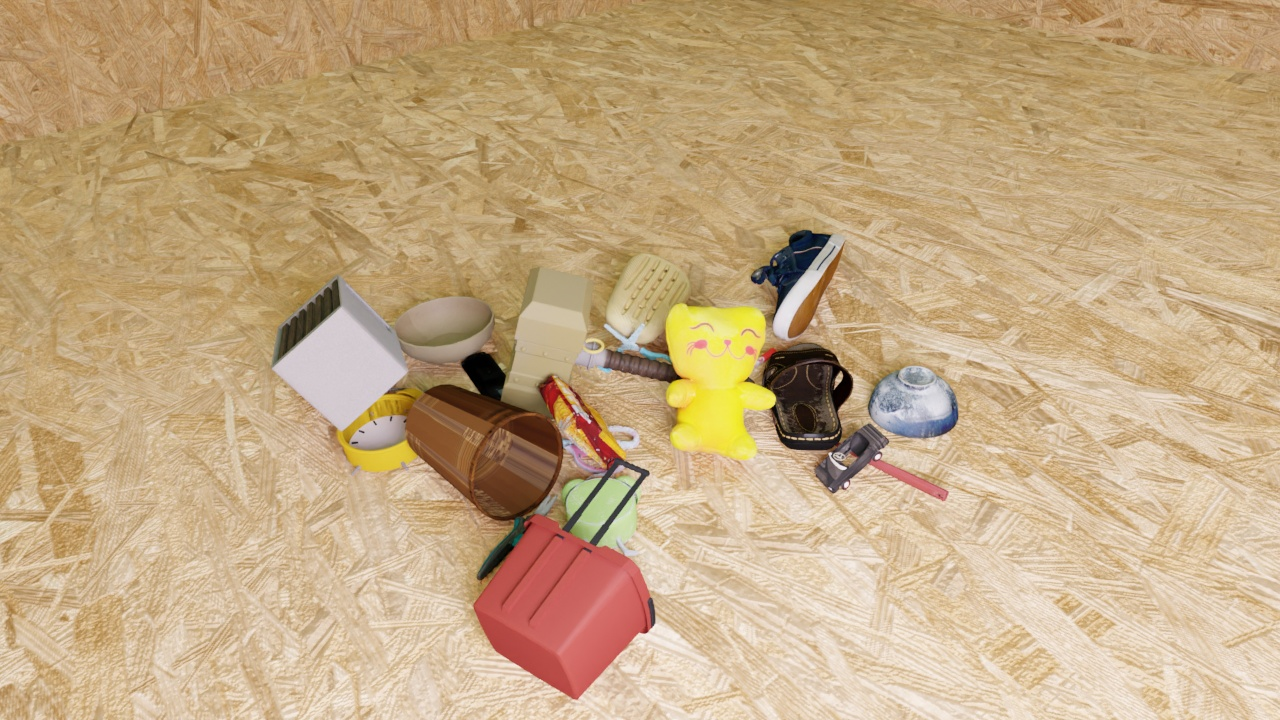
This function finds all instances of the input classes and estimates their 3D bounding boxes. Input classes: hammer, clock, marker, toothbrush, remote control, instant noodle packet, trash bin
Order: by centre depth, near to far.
[{"bbox_3d":[-0.044,0.171,1.057,0.094,0.043,0.119,-4,33,-2],"label":"clock"},{"bbox_3d":[0.287,0.122,1.117,0.190,0.016,0.016,26,40,38],"label":"toothbrush"},{"bbox_3d":[-0.072,0.076,1.132,0.040,0.098,0.135,-47,31,4],"label":"instant noodle packet"},{"bbox_3d":[-0.336,0.086,1.212,0.113,0.052,0.151,-5,38,-1],"label":"clock"},{"bbox_3d":[-0.007,0.007,1.217,0.325,0.191,0.100,13,40,-7],"label":"hammer"},{"bbox_3d":[-0.404,-0.017,1.229,0.114,0.114,0.229,-42,24,-4],"label":"trash bin"},{"bbox_3d":[0.164,0.001,1.270,0.013,0.013,0.142,12,16,22],"label":"marker"},{"bbox_3d":[-0.211,0.029,1.306,0.047,0.022,0.150,-19,37,-22],"label":"remote control"}]

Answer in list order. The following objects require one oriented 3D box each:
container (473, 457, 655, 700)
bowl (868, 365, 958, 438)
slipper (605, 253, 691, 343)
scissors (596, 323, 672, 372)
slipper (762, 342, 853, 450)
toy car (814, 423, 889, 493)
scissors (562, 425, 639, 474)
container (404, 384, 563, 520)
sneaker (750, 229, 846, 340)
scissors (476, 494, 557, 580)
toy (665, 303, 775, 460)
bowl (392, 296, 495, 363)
[{"bbox_3d":[-0.054,0.213,0.918,0.148,0.127,0.200,19,50,32],"label":"container"},{"bbox_3d":[0.356,0.044,1.188,0.114,0.061,0.114,-3,35,2],"label":"bowl"},{"bbox_3d":[0.005,-0.080,1.396,0.111,0.079,0.260,25,30,2],"label":"slipper"},{"bbox_3d":[-0.017,-0.010,1.286,0.134,0.135,0.015,-23,39,36],"label":"scissors"},{"bbox_3d":[0.215,0.029,1.194,0.113,0.076,0.267,0,25,8],"label":"slipper"},{"bbox_3d":[0.249,0.114,1.090,0.092,0.037,0.040,-43,41,3],"label":"toy car"},{"bbox_3d":[-0.085,0.101,1.196,0.179,0.016,0.102,12,37,28],"label":"scissors"},{"bbox_3d":[-0.198,0.101,1.112,0.131,0.132,0.167,-31,36,-34],"label":"container"},{"bbox_3d":[0.227,-0.128,1.424,0.127,0.121,0.293,20,36,12],"label":"sneaker"},{"bbox_3d":[-0.130,0.203,1.037,0.127,0.019,0.142,-19,29,-12],"label":"scissors"},{"bbox_3d":[0.095,0.027,1.145,0.134,0.193,0.087,2,-9,-7],"label":"toy"},{"bbox_3d":[-0.294,-0.039,1.391,0.152,0.050,0.152,-4,33,2],"label":"bowl"}]
